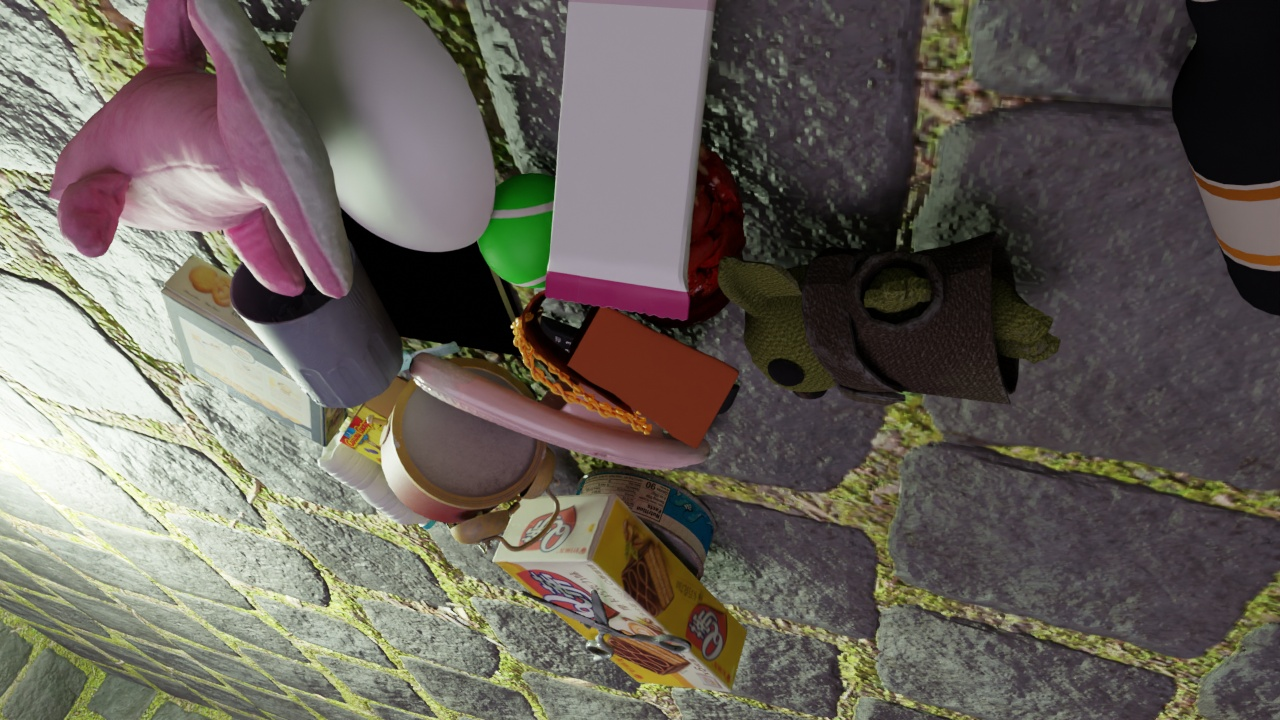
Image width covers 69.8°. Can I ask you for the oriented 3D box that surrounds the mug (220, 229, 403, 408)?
[{"bbox_3d":[-0.233,-0.037,0.642,0.124,0.083,0.104,33,156,28],"label":"mug"}]

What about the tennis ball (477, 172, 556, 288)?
[{"bbox_3d":[-0.061,-0.074,0.525,0.065,0.065,0.065,15,144,11],"label":"tennis ball"}]

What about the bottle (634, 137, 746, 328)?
[{"bbox_3d":[0.005,-0.076,0.467,0.099,0.098,0.111,7,162,22],"label":"bottle"}]

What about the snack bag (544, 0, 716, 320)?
[{"bbox_3d":[-0.002,-0.118,0.387,0.070,0.016,0.197,10,106,18],"label":"snack bag"}]

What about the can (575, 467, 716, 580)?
[{"bbox_3d":[-0.002,0.149,0.805,0.130,0.044,0.130,15,144,11],"label":"can"}]

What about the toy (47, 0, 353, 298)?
[{"bbox_3d":[-0.254,-0.104,0.499,0.266,0.127,0.187,13,127,49],"label":"toy"}]

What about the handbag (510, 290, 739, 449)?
[{"bbox_3d":[-0.018,-0.001,0.528,0.109,0.060,0.172,30,-179,-6],"label":"handbag"}]

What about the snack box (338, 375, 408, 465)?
[{"bbox_3d":[-0.190,0.072,0.811,0.126,0.040,0.088,33,144,-14],"label":"snack box"}]

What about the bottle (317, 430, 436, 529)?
[{"bbox_3d":[-0.256,0.124,0.913,0.044,0.044,0.136,-14,131,41],"label":"bottle"}]

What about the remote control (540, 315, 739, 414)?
[{"bbox_3d":[-0.004,0.004,0.640,0.147,0.015,0.033,20,145,4],"label":"remote control"}]

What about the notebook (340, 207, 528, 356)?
[{"bbox_3d":[-0.191,-0.068,0.648,0.207,0.016,0.149,9,144,19],"label":"notebook"}]

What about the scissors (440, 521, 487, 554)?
[{"bbox_3d":[-0.187,0.141,0.871,0.155,0.019,0.124,36,173,21],"label":"scissors"}]

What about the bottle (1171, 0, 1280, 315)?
[{"bbox_3d":[0.233,-0.095,0.341,0.059,0.059,0.181,-13,132,40],"label":"bottle"}]

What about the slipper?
[{"bbox_3d":[-0.056,0.033,0.660,0.221,0.055,0.107,18,174,-12],"label":"slipper"}]

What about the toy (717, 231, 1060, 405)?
[{"bbox_3d":[0.128,-0.017,0.470,0.153,0.078,0.179,-4,163,29],"label":"toy"}]

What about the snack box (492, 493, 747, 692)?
[{"bbox_3d":[-0.012,0.203,0.788,0.110,0.061,0.230,-8,135,37],"label":"snack box"}]

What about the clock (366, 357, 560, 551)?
[{"bbox_3d":[-0.131,0.079,0.715,0.159,0.116,0.081,47,146,0],"label":"clock"}]

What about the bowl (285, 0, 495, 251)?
[{"bbox_3d":[-0.144,-0.118,0.487,0.149,0.043,0.150,28,139,28],"label":"bowl"}]

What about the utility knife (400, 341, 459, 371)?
[{"bbox_3d":[-0.192,-0.001,0.732,0.166,0.015,0.022,-12,129,42],"label":"utility knife"}]

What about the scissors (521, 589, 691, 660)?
[{"bbox_3d":[-0.028,0.224,0.757,0.141,0.014,0.175,13,147,8],"label":"scissors"}]

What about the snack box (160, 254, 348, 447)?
[{"bbox_3d":[-0.315,-0.002,0.765,0.144,0.042,0.145,30,148,-2],"label":"snack box"}]
